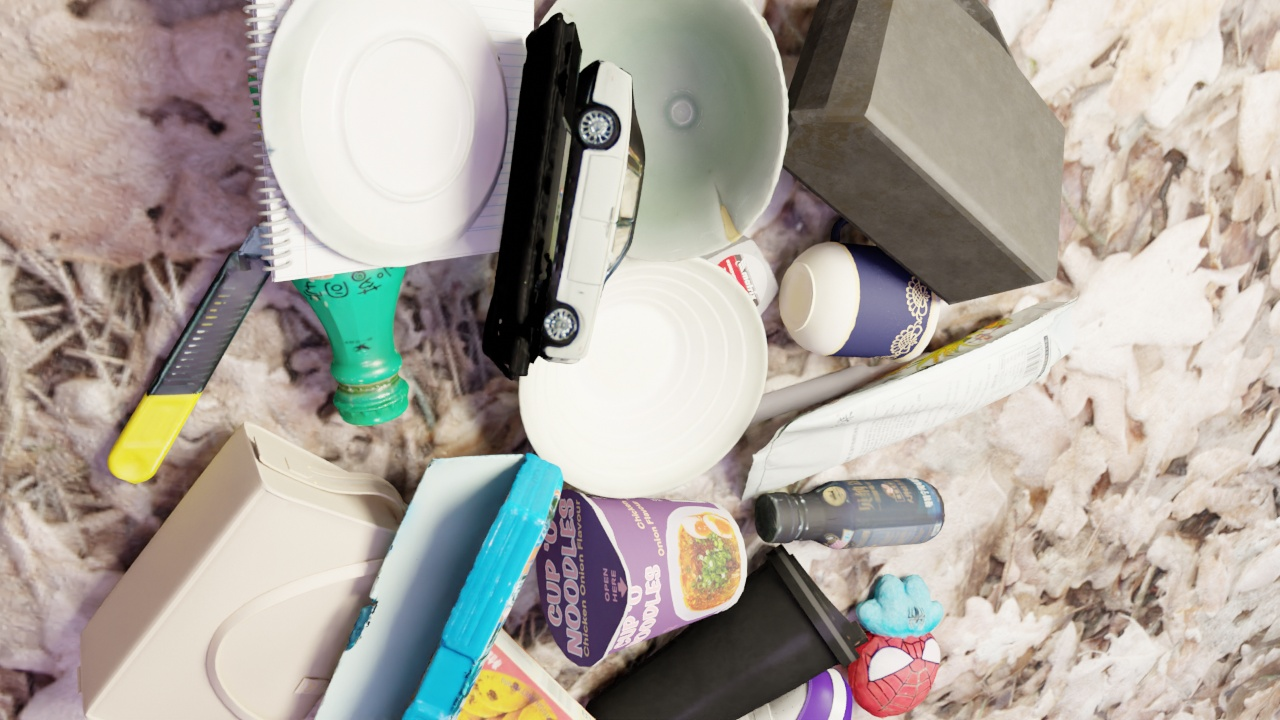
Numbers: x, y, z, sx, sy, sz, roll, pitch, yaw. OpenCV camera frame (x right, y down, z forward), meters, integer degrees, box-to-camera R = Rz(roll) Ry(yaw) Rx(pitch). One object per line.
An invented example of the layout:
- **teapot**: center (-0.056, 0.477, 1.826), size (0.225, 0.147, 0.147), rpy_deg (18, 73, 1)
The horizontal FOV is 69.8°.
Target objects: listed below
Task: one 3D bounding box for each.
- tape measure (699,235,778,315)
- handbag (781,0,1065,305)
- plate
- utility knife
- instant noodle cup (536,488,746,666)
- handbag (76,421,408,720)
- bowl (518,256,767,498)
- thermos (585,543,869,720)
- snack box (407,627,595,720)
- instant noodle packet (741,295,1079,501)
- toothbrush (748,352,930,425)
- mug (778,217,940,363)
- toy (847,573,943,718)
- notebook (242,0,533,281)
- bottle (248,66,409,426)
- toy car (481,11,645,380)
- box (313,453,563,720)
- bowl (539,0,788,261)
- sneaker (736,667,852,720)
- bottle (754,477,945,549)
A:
- **tape measure**: center (0.063, -0.054, 0.655), size (0.062, 0.020, 0.060), rpy_deg (-30, 119, -9)
- **handbag**: center (0.183, -0.170, 0.599), size (0.197, 0.103, 0.199), rpy_deg (33, 64, -27)
- **plate**: center (-0.122, -0.126, 0.479), size (0.156, 0.014, 0.157), rpy_deg (-24, 122, -47)
- **utility knife**: center (-0.262, -0.007, 0.547), size (0.028, 0.020, 0.188), rpy_deg (31, 99, -30)
- **instant noodle cup**: center (0.009, 0.149, 0.663), size (0.121, 0.137, 0.122), rpy_deg (-1, 84, -31)
- **handbag**: center (-0.218, 0.161, 0.600), size (0.194, 0.101, 0.197), rpy_deg (-51, 131, 4)
- **bowl**: center (-0.004, 0.004, 0.631), size (0.176, 0.058, 0.177), rpy_deg (-8, 114, -18)
- **thermos**: center (0.065, 0.246, 0.737), size (0.218, 0.106, 0.106), rpy_deg (-35, 119, 0)
- **snack box**: center (-0.121, 0.286, 0.680), size (0.145, 0.040, 0.142), rpy_deg (-44, 95, 0)
- **instant noodle packet**: center (0.204, 0.029, 0.710), size (0.269, 0.057, 0.147), rpy_deg (-21, 153, -13)
- **toothbrush**: center (0.148, 0.021, 0.720), size (0.187, 0.018, 0.019), rpy_deg (-16, 118, -15)
- **mug**: center (0.150, -0.056, 0.662), size (0.089, 0.086, 0.111), rpy_deg (2, 74, -20)
- **toy**: center (0.232, 0.258, 0.828), size (0.092, 0.062, 0.133), rpy_deg (1, 99, -30)
- **notebook**: center (-0.123, -0.173, 0.484), size (0.177, 0.013, 0.246), rpy_deg (-16, 115, -47)
- **bottle**: center (-0.171, -0.064, 0.532), size (0.068, 0.068, 0.210), rpy_deg (-11, 114, -17)
- **toy car**: center (-0.039, -0.086, 0.521), size (0.071, 0.094, 0.192), rpy_deg (8, 98, -18)
- **box**: center (-0.137, 0.169, 0.583), size (0.085, 0.091, 0.244), rpy_deg (25, 103, -4)
- **bowl**: center (0.015, -0.151, 0.565), size (0.174, 0.067, 0.174), rpy_deg (7, 109, 20)
- **sneaker**: center (0.066, 0.336, 0.775), size (0.111, 0.091, 0.244), rpy_deg (34, 101, -17)
- **bottle**: center (0.171, 0.126, 0.751), size (0.160, 0.056, 0.056), rpy_deg (1, 110, -21)
